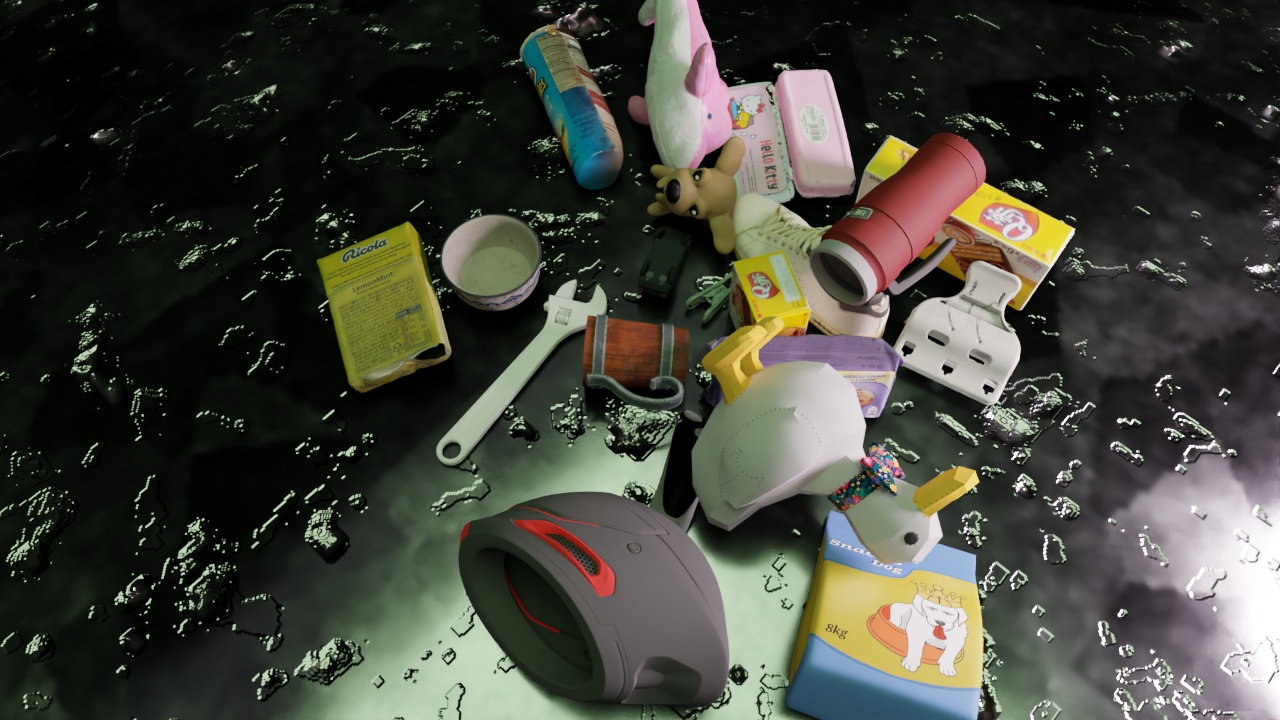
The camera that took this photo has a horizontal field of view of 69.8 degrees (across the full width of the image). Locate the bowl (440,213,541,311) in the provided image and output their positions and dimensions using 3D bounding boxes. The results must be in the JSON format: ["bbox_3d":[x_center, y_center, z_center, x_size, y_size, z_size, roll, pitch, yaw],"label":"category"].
[{"bbox_3d":[-0.171,-0.107,1.073,0.115,0.059,0.115,0,62,0],"label":"bowl"}]

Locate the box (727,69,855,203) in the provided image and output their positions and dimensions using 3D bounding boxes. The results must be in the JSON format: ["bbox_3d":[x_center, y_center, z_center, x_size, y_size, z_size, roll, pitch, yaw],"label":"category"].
[{"bbox_3d":[0.186,-0.289,1.175,0.154,0.045,0.201,-5,61,-1],"label":"box"}]

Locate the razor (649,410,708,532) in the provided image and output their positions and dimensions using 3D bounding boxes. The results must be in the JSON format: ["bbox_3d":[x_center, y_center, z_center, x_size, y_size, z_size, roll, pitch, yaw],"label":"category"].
[{"bbox_3d":[0.042,0.130,0.952,0.057,0.060,0.156,23,84,-1],"label":"razor"}]

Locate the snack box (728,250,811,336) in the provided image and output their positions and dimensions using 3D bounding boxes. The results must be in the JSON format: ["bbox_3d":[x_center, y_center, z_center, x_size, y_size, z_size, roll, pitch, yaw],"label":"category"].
[{"bbox_3d":[0.140,-0.055,1.017,0.061,0.106,0.083,-15,62,-6],"label":"snack box"}]

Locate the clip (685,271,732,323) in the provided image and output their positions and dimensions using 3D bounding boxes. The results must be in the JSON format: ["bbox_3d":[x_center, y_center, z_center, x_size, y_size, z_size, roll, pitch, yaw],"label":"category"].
[{"bbox_3d":[0.089,-0.076,1.076,0.074,0.023,0.035,-38,67,-20],"label":"clip"}]

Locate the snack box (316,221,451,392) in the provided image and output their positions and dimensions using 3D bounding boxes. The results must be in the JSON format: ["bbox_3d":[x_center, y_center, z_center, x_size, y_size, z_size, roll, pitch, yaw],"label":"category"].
[{"bbox_3d":[-0.291,-0.059,1.049,0.121,0.045,0.180,-23,65,2],"label":"snack box"}]

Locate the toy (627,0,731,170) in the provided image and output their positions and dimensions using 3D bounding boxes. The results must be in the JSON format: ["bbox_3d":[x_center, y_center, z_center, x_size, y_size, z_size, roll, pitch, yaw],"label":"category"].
[{"bbox_3d":[0.067,-0.359,1.165,0.127,0.187,0.265,0,84,-34],"label":"toy"}]

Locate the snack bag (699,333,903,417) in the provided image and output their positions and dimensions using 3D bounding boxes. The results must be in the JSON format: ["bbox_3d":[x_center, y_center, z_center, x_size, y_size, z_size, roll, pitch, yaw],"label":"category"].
[{"bbox_3d":[0.170,0.014,0.987,0.205,0.096,0.058,2,56,1],"label":"snack bag"}]

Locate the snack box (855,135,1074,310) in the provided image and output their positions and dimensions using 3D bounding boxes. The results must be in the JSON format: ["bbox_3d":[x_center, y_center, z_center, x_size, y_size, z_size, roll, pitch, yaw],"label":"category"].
[{"bbox_3d":[0.366,-0.158,1.067,0.230,0.110,0.061,32,72,16],"label":"snack box"}]

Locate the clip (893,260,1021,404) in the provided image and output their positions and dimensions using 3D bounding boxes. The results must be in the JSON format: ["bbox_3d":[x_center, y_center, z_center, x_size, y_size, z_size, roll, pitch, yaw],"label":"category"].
[{"bbox_3d":[0.367,-0.036,1.031,0.126,0.092,0.151,27,79,12],"label":"clip"}]

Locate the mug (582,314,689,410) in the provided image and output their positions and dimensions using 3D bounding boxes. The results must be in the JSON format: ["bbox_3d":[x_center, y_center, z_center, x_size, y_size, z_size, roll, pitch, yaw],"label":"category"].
[{"bbox_3d":[-0.006,0.006,0.996,0.111,0.082,0.117,4,44,-2],"label":"mug"}]

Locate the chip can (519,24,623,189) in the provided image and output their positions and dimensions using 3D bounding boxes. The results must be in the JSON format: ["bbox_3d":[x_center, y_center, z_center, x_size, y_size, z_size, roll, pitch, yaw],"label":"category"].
[{"bbox_3d":[-0.084,-0.328,1.182,0.079,0.080,0.229,-19,64,-9],"label":"chip can"}]

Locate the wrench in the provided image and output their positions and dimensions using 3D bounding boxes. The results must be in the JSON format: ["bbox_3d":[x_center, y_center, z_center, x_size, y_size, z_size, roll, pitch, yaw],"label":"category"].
[{"bbox_3d":[-0.134,0.010,1.035,0.066,0.018,0.272,33,68,16],"label":"wrench"}]

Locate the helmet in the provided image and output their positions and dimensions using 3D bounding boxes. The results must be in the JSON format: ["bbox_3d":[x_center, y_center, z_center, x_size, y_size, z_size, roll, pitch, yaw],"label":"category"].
[{"bbox_3d":[-0.025,0.212,0.844,0.265,0.165,0.169,38,40,24],"label":"helmet"}]

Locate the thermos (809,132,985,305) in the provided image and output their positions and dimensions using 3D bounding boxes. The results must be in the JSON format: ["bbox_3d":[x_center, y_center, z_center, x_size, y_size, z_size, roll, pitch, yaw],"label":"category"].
[{"bbox_3d":[0.277,-0.140,0.966,0.198,0.084,0.108,-43,106,-16],"label":"thermos"}]

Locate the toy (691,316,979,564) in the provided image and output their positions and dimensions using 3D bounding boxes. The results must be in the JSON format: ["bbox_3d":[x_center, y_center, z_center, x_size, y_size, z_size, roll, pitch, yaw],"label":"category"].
[{"bbox_3d":[0.158,0.090,0.869,0.247,0.140,0.267,-34,85,24],"label":"toy"}]

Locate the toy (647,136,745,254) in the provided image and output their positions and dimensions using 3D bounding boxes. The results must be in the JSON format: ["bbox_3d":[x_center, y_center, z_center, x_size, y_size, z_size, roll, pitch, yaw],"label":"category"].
[{"bbox_3d":[0.064,-0.199,1.090,0.105,0.134,0.108,-3,13,-34],"label":"toy"}]

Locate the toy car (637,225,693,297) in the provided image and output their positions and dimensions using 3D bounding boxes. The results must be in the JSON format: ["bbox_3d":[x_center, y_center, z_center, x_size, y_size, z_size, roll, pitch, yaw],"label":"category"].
[{"bbox_3d":[0.029,-0.118,1.089,0.046,0.034,0.111,17,48,6],"label":"toy car"}]

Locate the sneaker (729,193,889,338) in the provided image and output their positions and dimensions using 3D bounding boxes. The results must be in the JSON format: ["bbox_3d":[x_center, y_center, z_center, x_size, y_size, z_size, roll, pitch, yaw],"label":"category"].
[{"bbox_3d":[0.191,-0.121,1.052,0.088,0.102,0.241,-37,68,-18],"label":"sneaker"}]

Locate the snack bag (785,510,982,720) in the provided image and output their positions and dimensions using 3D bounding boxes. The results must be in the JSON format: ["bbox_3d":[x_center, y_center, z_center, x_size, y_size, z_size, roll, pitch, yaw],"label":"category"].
[{"bbox_3d":[0.236,0.244,0.870,0.159,0.102,0.204,16,46,9],"label":"snack bag"}]
